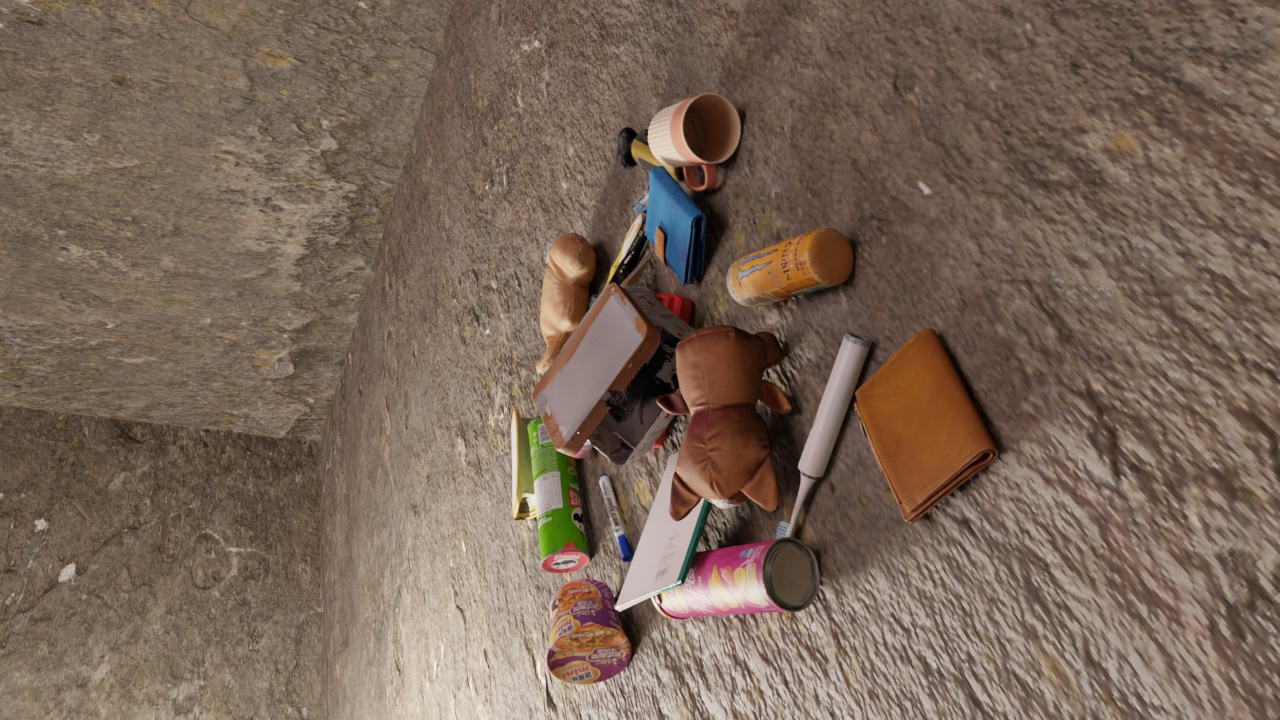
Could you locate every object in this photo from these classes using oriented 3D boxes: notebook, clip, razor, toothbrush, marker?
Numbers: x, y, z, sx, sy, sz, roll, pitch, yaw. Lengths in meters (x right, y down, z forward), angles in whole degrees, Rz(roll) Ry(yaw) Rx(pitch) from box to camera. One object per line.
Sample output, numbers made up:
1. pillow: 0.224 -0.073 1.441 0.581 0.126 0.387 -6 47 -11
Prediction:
1. notebook: 0.041 0.171 1.026 0.151 0.012 0.208 -40 22 52
2. clip: 0.012 -0.236 1.308 0.057 0.024 0.028 -54 40 35
3. razor: 0.018 -0.282 1.283 0.067 0.062 0.167 -45 37 -1
4. toothbrush: -0.018 -0.138 1.331 0.026 0.027 0.213 39 126 10
5. toothbrush: -0.039 -0.146 1.379 0.192 0.018 0.016 -60 35 38
6. marker: -0.034 0.212 1.249 0.017 0.017 0.145 -62 32 32
7. toothbrush: 0.172 0.080 0.880 0.026 0.026 0.221 24 106 29
8. notebook: -0.058 -0.048 1.303 0.208 0.008 0.147 -56 -2 40

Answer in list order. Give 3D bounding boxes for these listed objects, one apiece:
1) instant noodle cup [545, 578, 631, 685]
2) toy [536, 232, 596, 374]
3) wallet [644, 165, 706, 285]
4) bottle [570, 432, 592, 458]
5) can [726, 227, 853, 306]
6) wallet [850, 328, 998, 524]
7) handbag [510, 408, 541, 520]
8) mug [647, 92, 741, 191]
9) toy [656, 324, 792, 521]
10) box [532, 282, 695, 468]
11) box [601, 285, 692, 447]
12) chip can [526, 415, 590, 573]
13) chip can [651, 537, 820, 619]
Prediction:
1. instant noodle cup: -0.071 0.345 1.187 0.099 0.111 0.112 -102 33 -55
2. toy: -0.123 -0.091 1.458 0.143 0.082 0.226 -109 31 -77
3. wallet: 0.042 -0.172 1.171 0.133 0.040 0.107 -121 27 -45
4. bottle: -0.063 0.053 1.310 0.068 0.068 0.197 -116 40 -50
5. can: 0.151 -0.093 0.946 0.146 0.058 0.058 -13 70 61
6. wallet: 0.227 0.057 0.769 0.119 0.035 0.130 -56 34 39
7. handbag: -0.188 0.182 1.531 0.179 0.063 0.163 118 152 -60
8. mug: 0.068 -0.272 1.159 0.106 0.081 0.114 17 120 65
9. toy: 0.088 0.066 0.950 0.140 0.130 0.199 -17 57 29
10. box: -0.033 0.016 1.061 0.151 0.168 0.182 38 108 13
11. box: -0.010 0.006 1.184 0.095 0.099 0.201 19 99 64
12. chip can: -0.125 0.195 1.371 0.072 0.072 0.235 -53 38 42
13. chip can: 0.091 0.225 0.939 0.211 0.071 0.071 -29 55 57
